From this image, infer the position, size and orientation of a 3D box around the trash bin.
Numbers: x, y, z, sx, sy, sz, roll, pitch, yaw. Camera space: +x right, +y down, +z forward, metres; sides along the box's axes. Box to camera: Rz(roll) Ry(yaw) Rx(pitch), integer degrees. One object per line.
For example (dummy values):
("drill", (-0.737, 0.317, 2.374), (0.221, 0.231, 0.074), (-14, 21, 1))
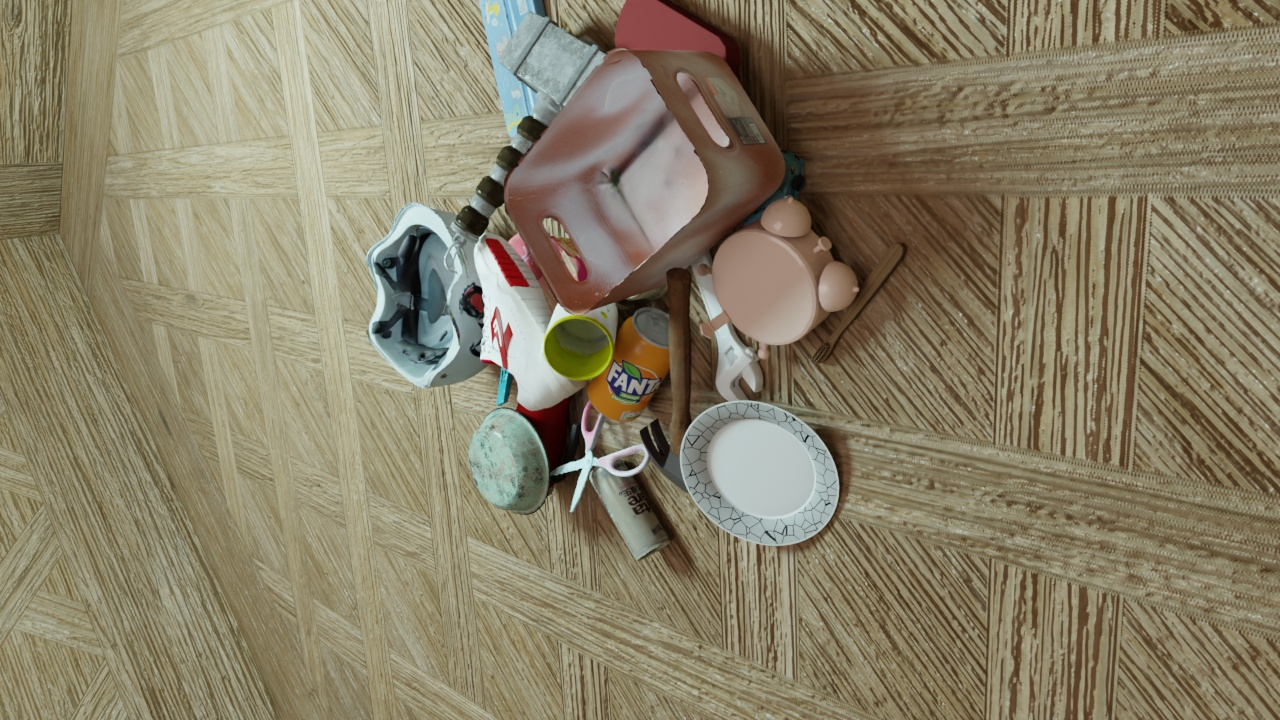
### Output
("trash bin", (0.002, -0.187, 0.970), (0.261, 0.157, 0.181), (-38, 78, 44))

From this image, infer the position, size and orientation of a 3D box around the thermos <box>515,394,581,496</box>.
("thermos", (-0.137, 0.104, 1.321), (0.108, 0.083, 0.199), (26, 118, 24))

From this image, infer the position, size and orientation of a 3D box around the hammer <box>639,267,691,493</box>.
("hammer", (0.046, 0.031, 1.075), (0.115, 0.033, 0.324), (33, 142, 35))

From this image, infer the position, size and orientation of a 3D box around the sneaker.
("sneaker", (-0.169, -0.043, 1.165), (0.104, 0.090, 0.236), (-32, 83, 17))

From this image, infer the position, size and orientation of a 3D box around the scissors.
("scissors", (-0.052, 0.127, 1.229), (0.173, 0.013, 0.170), (11, 77, 38))

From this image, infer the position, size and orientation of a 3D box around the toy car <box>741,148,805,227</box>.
("toy car", (0.139, -0.171, 0.986), (0.060, 0.027, 0.108), (36, 126, 34))

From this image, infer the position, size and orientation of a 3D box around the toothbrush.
("toothbrush", (0.222, -0.055, 0.944), (0.016, 0.016, 0.167), (49, 131, 23))

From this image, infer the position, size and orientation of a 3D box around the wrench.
("wrench", (0.084, -0.080, 1.081), (0.066, 0.018, 0.273), (-22, 85, 48))

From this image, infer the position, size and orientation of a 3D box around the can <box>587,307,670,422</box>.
("can", (-0.007, 0.007, 1.154), (0.079, 0.078, 0.143), (51, 133, 23))

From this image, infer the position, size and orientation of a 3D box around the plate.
("plate", (0.136, 0.128, 1.055), (0.189, 0.016, 0.189), (12, 119, 22))

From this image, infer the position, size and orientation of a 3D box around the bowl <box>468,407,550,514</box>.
("bowl", (-0.193, 0.147, 1.294), (0.158, 0.038, 0.157), (13, 109, 41))

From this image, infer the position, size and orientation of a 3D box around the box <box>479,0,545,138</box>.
("box", (-0.164, -0.413, 1.233), (0.126, 0.020, 0.209), (-8, 96, 46))

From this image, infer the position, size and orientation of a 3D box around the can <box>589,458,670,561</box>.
("can", (-0.016, 0.200, 1.242), (0.135, 0.054, 0.054), (58, 135, 16))

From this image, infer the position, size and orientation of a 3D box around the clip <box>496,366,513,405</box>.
("clip", (-0.158, -0.001, 1.230), (0.027, 0.103, 0.120), (-18, 84, 45))

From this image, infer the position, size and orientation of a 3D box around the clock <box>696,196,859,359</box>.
("clock", (0.136, -0.081, 0.964), (0.131, 0.086, 0.161), (54, 133, 1))

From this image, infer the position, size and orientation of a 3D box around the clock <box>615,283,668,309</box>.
("clock", (-0.015, -0.105, 1.147), (0.093, 0.054, 0.141), (50, 130, 24))

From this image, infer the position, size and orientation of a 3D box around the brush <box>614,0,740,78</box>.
("brush", (0.044, -0.345, 1.021), (0.173, 0.041, 0.082), (42, 129, 29))

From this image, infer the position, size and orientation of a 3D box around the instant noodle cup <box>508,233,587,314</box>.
("instant noodle cup", (-0.109, -0.091, 1.234), (0.179, 0.077, 0.179), (18, 116, 42))

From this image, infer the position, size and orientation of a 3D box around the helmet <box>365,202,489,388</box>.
("helmet", (-0.277, -0.097, 1.345), (0.237, 0.163, 0.264), (22, 111, 41))

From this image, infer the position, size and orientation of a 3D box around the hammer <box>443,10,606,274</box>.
("hammer", (-0.151, -0.251, 1.122), (0.177, 0.079, 0.326), (40, 98, 31))

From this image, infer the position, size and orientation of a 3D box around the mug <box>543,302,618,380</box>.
("mug", (-0.069, -0.035, 1.101), (0.082, 0.106, 0.083), (1, 116, 3))
